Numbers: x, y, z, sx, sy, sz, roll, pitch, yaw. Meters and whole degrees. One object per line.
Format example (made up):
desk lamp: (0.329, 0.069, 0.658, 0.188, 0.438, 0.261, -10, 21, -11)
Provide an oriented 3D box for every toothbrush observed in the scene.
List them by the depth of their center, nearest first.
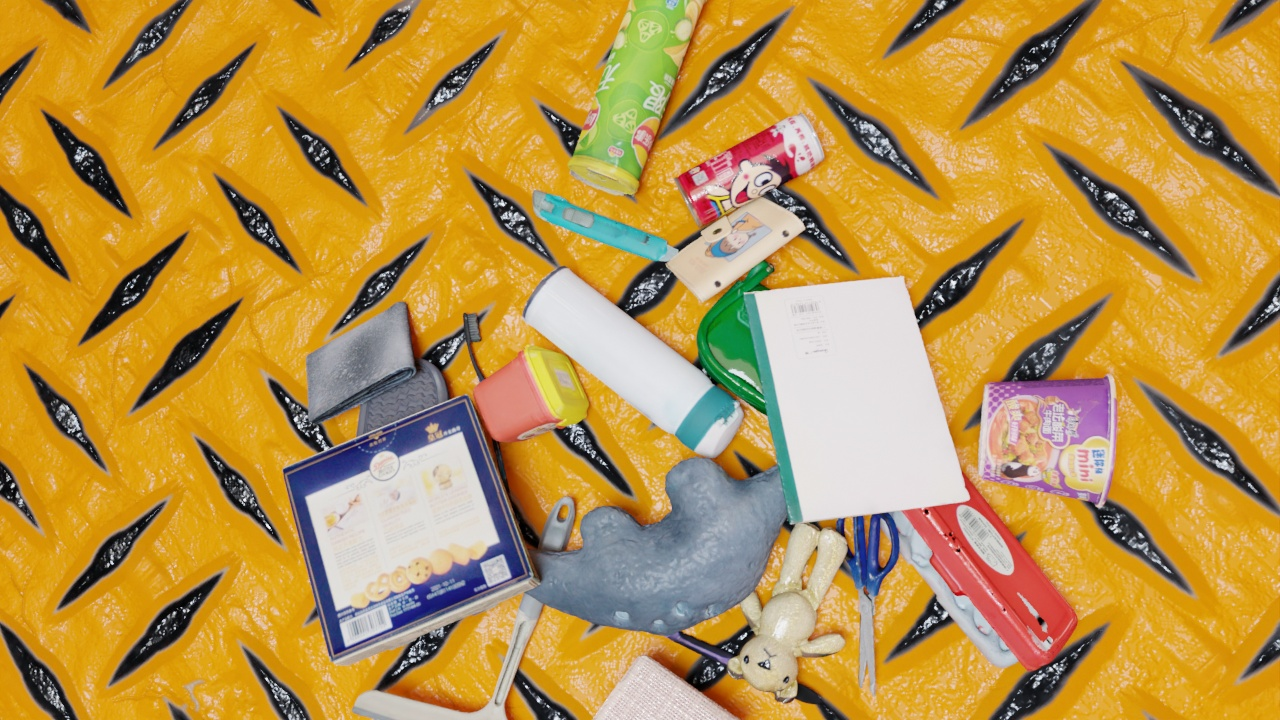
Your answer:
toothbrush: (0.076, 0.273, 0.845, 0.189, 0.017, 0.014, 21, 77, 14)
toothbrush: (-0.149, 0.043, 0.904, 0.016, 0.014, 0.189, -13, 83, -15)

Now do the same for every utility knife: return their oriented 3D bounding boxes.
utility knife: (-0.038, -0.131, 0.899, 0.161, 0.013, 0.029, 22, 90, 11)

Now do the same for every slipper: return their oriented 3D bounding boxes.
slipper: (-0.218, 0.130, 0.882, 0.111, 0.083, 0.267, -6, 66, 5)

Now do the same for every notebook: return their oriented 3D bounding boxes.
notebook: (0.178, 0.028, 0.776, 0.150, 0.012, 0.209, -6, 68, -6)

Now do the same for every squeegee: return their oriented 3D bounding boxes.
squeegee: (-0.109, 0.246, 0.865, 0.246, 0.039, 0.246, 19, 83, -1)

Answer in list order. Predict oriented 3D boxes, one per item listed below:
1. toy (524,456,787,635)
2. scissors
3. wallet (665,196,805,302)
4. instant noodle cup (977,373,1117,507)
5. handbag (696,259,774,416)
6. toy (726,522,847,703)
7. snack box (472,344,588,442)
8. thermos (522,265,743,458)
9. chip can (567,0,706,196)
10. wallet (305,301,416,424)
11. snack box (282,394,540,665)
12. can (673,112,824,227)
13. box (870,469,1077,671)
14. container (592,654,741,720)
toy: (0.031, 0.166, 0.814, 0.356, 0.091, 0.138, -23, 81, 4)
scissors: (0.195, 0.208, 0.818, 0.012, 0.128, 0.173, -3, 123, -27)
wallet: (0.084, -0.106, 0.849, 0.115, 0.024, 0.087, -37, 38, 0)
instant noodle cup: (0.338, 0.063, 0.771, 0.099, 0.111, 0.111, 3, 85, 18)
handbag: (0.122, -0.015, 0.831, 0.131, 0.068, 0.120, 34, 86, 12)
toy: (0.134, 0.218, 0.810, 0.105, 0.066, 0.157, 22, 83, 18)
snack box: (-0.104, 0.034, 0.859, 0.080, 0.091, 0.082, -27, 79, 14)
thermos: (-0.005, 0.005, 0.854, 0.224, 0.073, 0.073, 38, 92, 12)
chip can: (0.000, -0.272, 0.875, 0.072, 0.072, 0.221, 19, 88, 11)
wallet: (-0.278, 0.002, 0.906, 0.121, 0.019, 0.097, -27, 47, 7)
snack box: (-0.202, 0.145, 0.803, 0.178, 0.046, 0.182, -22, 68, -3)
can: (0.101, -0.178, 0.858, 0.133, 0.053, 0.053, -27, 81, 7)
box: (0.277, 0.172, 0.800, 0.094, 0.092, 0.201, -29, 77, -38)
container: (0.022, 0.324, 0.801, 0.111, 0.090, 0.090, 35, 70, 14)
